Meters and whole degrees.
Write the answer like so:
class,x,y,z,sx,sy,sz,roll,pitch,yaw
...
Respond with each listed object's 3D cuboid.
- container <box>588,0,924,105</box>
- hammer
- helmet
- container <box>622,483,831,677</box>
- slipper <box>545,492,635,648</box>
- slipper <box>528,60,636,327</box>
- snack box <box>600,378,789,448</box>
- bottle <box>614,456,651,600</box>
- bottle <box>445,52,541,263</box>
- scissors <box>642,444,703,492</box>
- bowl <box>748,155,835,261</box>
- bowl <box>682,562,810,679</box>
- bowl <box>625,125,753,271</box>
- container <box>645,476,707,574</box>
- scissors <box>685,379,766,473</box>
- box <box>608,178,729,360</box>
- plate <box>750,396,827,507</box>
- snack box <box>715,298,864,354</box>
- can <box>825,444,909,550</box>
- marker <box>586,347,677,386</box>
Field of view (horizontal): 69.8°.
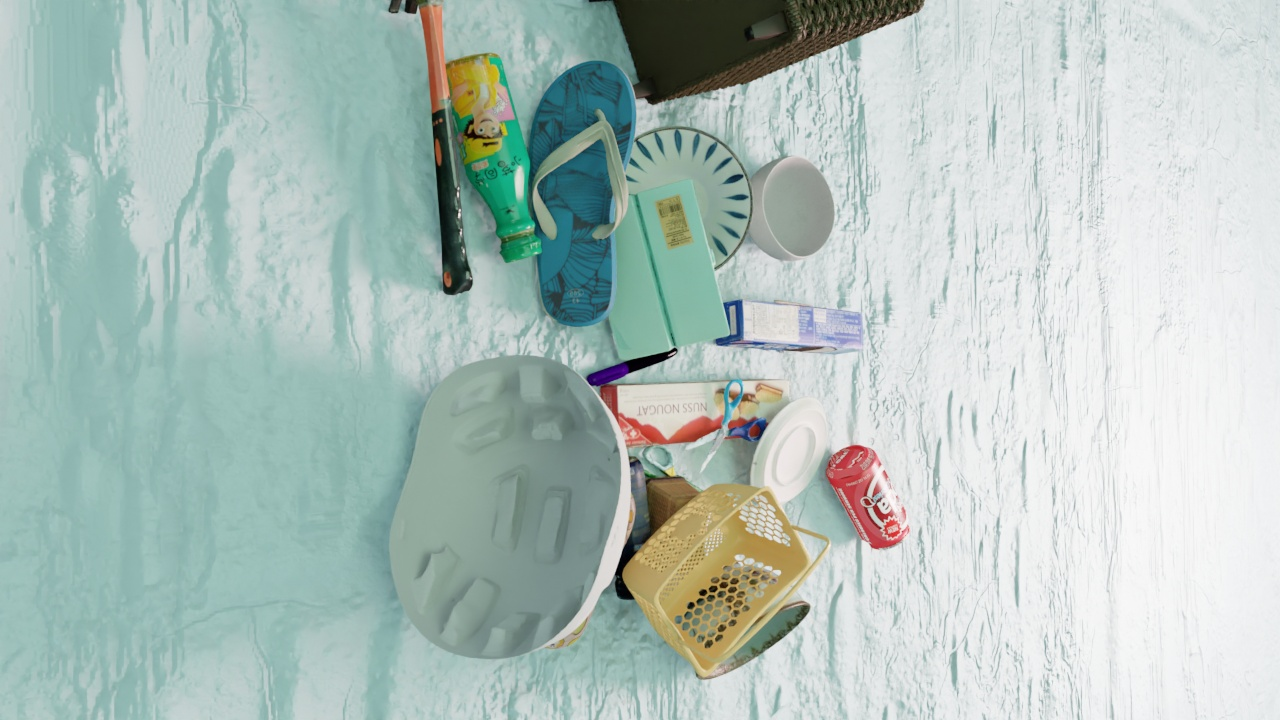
class,x,y,z,sx,sy,sz,roll,pitch,yaw
container,0.103,-0.402,1.003,0.204,0.322,0.176,-25,103,-27
hammer,-0.198,-0.230,0.912,0.033,0.133,0.333,-12,104,-37
helmet,-0.116,0.145,0.878,0.184,0.224,0.281,59,28,-47
container,0.095,0.229,0.983,0.183,0.167,0.129,-39,116,-23
slipper,-0.074,0.214,0.980,0.093,0.081,0.197,23,85,4
slipper,-0.068,-0.184,0.999,0.118,0.060,0.295,3,91,3
snack box,0.075,0.062,1.129,0.272,0.044,0.076,0,89,-35
bottle,-0.016,0.192,1.053,0.056,0.056,0.161,-9,94,-35
bottle,-0.151,-0.209,0.961,0.068,0.068,0.210,-21,101,-34
scissors,0.046,0.145,1.127,0.130,0.014,0.070,25,76,-31
bowl,0.186,-0.196,1.202,0.131,0.064,0.132,1,88,-35
bowl,0.112,0.301,1.106,0.159,0.160,0.094,-9,53,-35
bowl,0.045,-0.184,1.079,0.070,0.177,0.177,-52,127,-74
container,0.040,0.199,1.082,0.063,0.061,0.114,0,96,-34
scissors,0.109,0.093,1.118,0.104,0.015,0.133,44,65,-27
box,0.017,-0.102,1.052,0.033,0.136,0.186,-44,119,-71
plate,0.199,0.122,1.198,0.156,0.014,0.157,-22,123,-38
snack box,0.200,-0.042,1.213,0.226,0.059,0.059,3,84,-36
can,0.318,0.190,1.279,0.074,0.075,0.142,-42,112,-29
marker,-0.006,0.006,1.088,0.133,0.018,0.015,-19,132,-34
